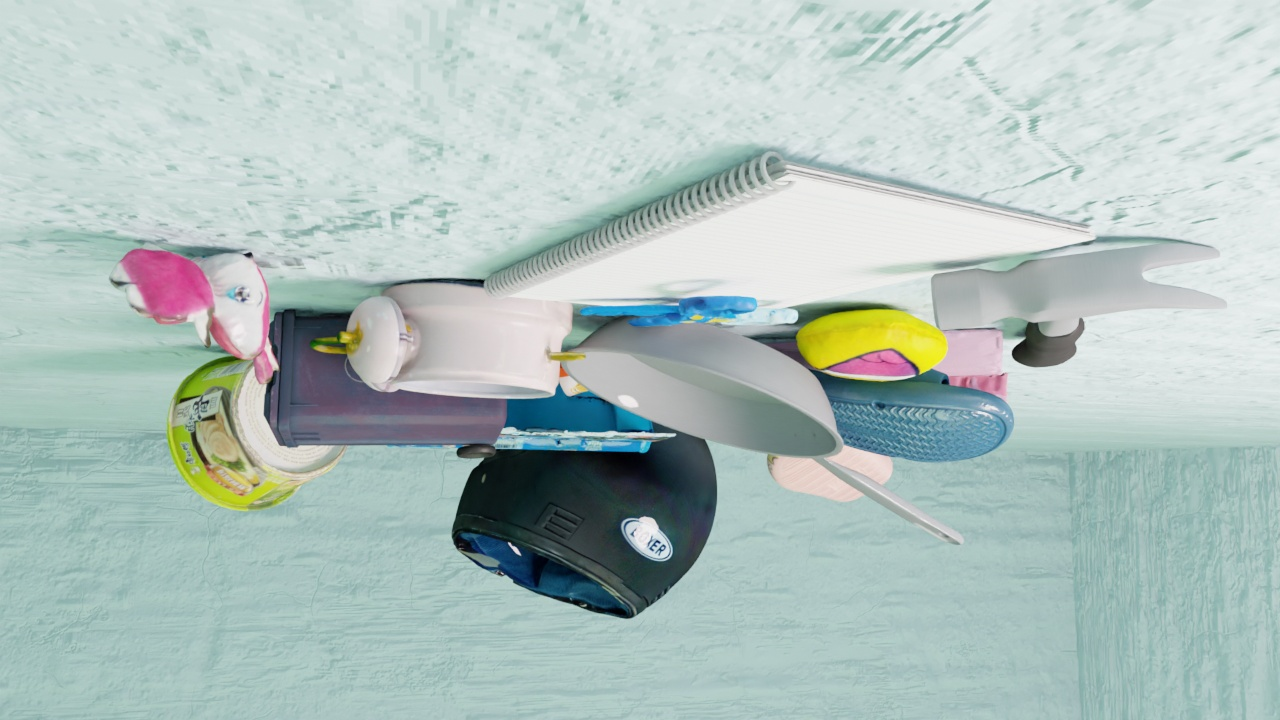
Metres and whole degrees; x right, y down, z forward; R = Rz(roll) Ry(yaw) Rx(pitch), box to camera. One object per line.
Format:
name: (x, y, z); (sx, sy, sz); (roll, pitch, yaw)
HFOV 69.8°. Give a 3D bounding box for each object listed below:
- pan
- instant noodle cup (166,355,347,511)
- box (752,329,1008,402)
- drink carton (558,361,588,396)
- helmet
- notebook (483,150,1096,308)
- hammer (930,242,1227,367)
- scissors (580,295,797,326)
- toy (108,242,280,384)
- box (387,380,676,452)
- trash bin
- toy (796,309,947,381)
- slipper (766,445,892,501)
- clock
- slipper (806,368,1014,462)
pan: (0.109, 0.054, 0.665); (0.356, 0.050, 0.201); (25, 164, -22)
instant noodle cup: (-0.336, 0.058, 0.830); (0.098, 0.146, 0.146); (-17, 164, 34)
box: (0.179, 0.022, 0.758); (0.233, 0.039, 0.179); (-3, 161, 23)
drink carton: (-0.005, 0.005, 0.789); (0.122, 0.039, 0.069); (-7, 170, 14)
helmet: (-0.054, 0.143, 1.037); (0.249, 0.235, 0.317); (40, 153, -25)
notebook: (0.052, -0.047, 0.445); (0.177, 0.013, 0.246); (3, 173, -32)
hammer: (0.250, -0.021, 0.543); (0.125, 0.029, 0.310); (-6, 172, 21)
scissors: (0.034, -0.027, 0.522); (0.127, 0.015, 0.126); (6, 175, -33)
toy: (-0.208, -0.031, 0.453); (0.050, 0.065, 0.102); (-33, 164, 6)
box: (-0.105, 0.056, 0.826); (0.243, 0.071, 0.170); (3, -160, -14)
trash bin: (-0.181, 0.017, 0.656); (0.160, 0.093, 0.092); (1, 164, -15)
toy: (0.149, -0.011, 0.595); (0.095, 0.041, 0.094); (4, 169, 2)
slipper: (0.192, 0.087, 0.938); (0.093, 0.081, 0.197); (-37, 144, 22)
clock: (-0.119, -0.010, 0.562); (0.158, 0.058, 0.117); (3, 172, -13)
slipper: (0.169, 0.029, 0.686); (0.214, 0.059, 0.104); (8, 150, 35)
